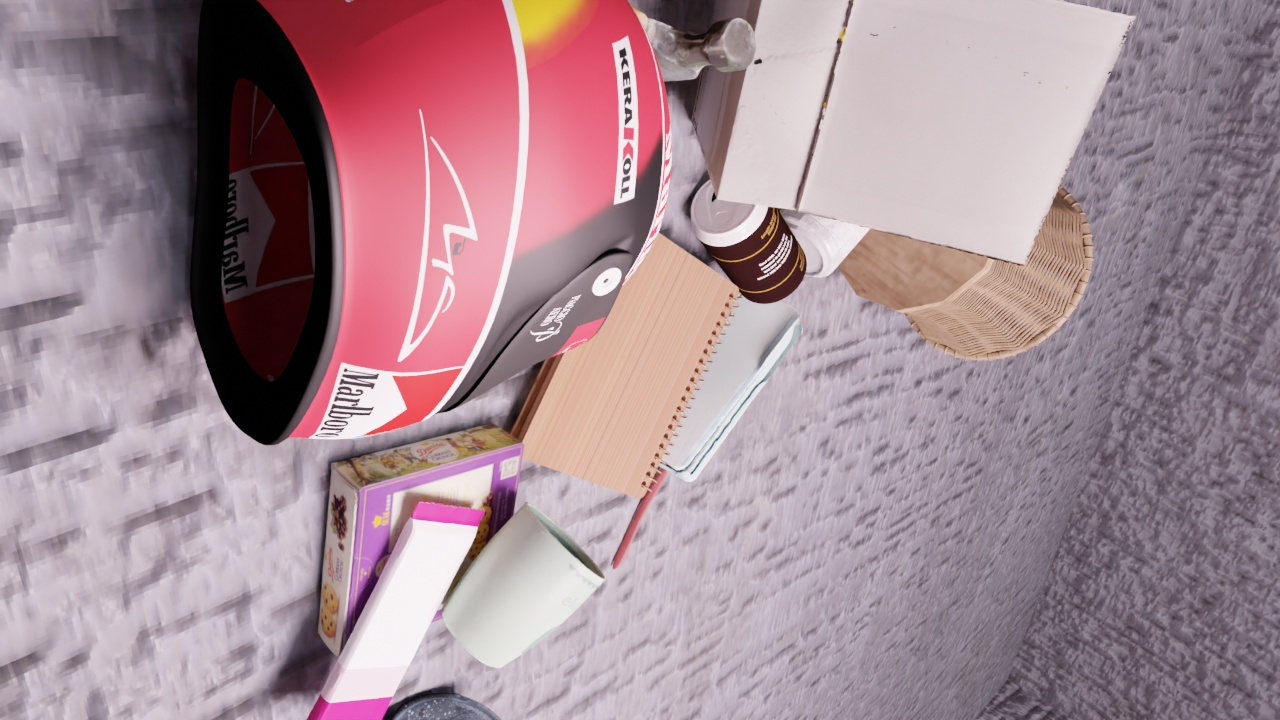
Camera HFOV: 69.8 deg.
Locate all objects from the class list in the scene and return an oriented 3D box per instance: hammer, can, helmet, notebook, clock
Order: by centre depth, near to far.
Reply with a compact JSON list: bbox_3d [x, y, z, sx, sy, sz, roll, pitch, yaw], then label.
[{"bbox_3d":[-0.096,-0.092,0.479,0.224,0.197,0.272,-16,143,-40],"label":"helmet"},{"bbox_3d":[-0.088,-0.230,0.500,0.330,0.132,0.033,17,88,-43],"label":"hammer"},{"bbox_3d":[-0.176,0.341,0.748,0.161,0.117,0.060,-8,130,-48],"label":"clock"},{"bbox_3d":[-0.005,0.005,0.782,0.169,0.022,0.210,27,88,-45],"label":"notebook"},{"bbox_3d":[0.099,-0.108,0.825,0.072,0.072,0.128,-57,144,-7],"label":"can"},{"bbox_3d":[0.194,-0.152,0.908,0.136,0.078,0.078,-47,142,-20],"label":"can"}]

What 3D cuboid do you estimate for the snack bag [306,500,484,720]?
[{"bbox_3d":[-0.178,0.189,0.653,0.070,0.016,0.196,22,96,-57],"label":"snack bag"}]

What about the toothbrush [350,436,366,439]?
[{"bbox_3d":[-0.150,0.017,0.651,0.135,0.017,0.022,-34,136,-30],"label":"toothbrush"}]

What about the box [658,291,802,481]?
[{"bbox_3d":[0.078,0.022,0.884,0.198,0.085,0.071,-51,171,-14],"label":"box"}]

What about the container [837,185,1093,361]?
[{"bbox_3d":[0.341,-0.126,0.994,0.196,0.227,0.227,13,102,-46],"label":"container"}]

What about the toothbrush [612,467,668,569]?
[{"bbox_3d":[0.012,0.129,0.923,0.015,0.015,0.184,21,97,-51],"label":"toothbrush"}]

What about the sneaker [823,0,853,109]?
[{"bbox_3d":[0.204,-0.259,0.845,0.122,0.086,0.238,-51,146,-10],"label":"sneaker"}]

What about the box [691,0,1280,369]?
[{"bbox_3d":[0.169,-0.157,0.581,0.149,0.413,0.167,-20,133,-38],"label":"box"}]

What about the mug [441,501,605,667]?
[{"bbox_3d":[-0.091,0.175,0.707,0.104,0.084,0.111,-46,172,-4],"label":"mug"}]

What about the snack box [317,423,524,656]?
[{"bbox_3d":[-0.162,0.131,0.686,0.147,0.040,0.144,-12,121,-47],"label":"snack box"}]
